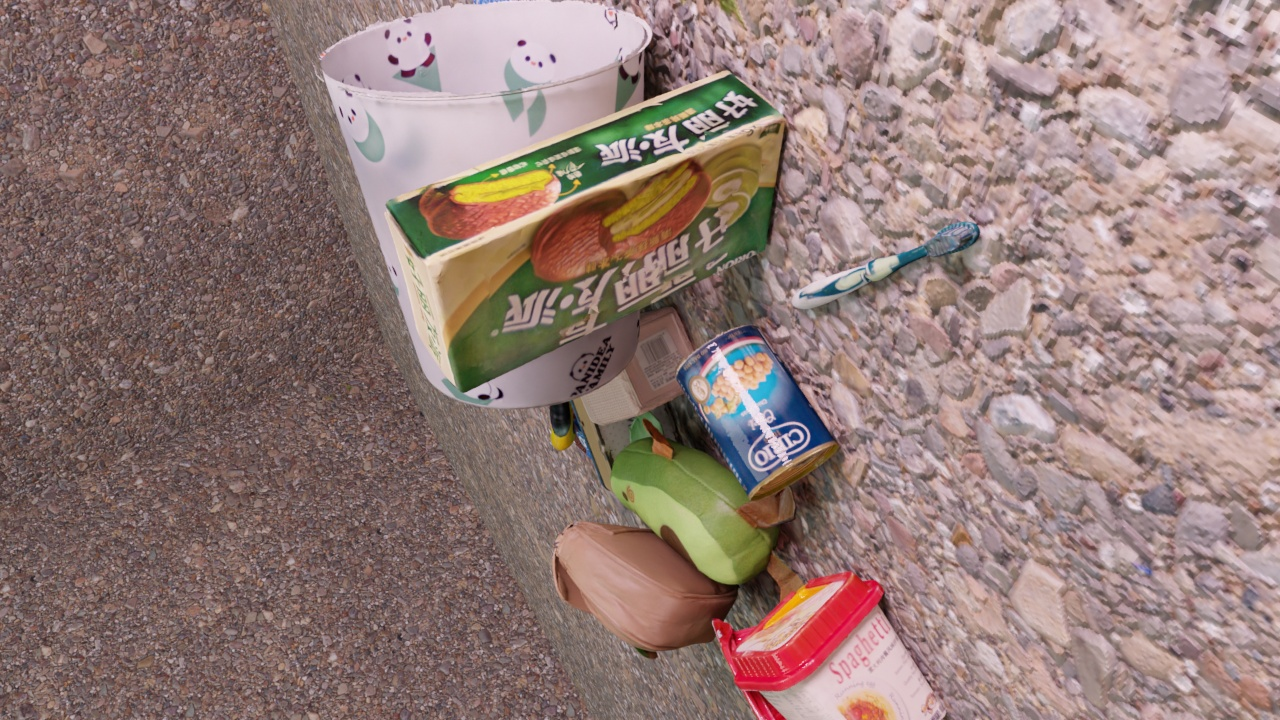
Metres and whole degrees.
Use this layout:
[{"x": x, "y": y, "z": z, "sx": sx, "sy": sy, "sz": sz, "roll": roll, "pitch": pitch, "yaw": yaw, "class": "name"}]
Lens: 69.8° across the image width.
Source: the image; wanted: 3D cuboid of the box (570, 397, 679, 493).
[{"x": -0.021, "y": 0.051, "z": 0.955, "sx": 0.060, "sy": 0.089, "sz": 0.184, "roll": 15, "pitch": 125, "yaw": 67, "class": "box"}]

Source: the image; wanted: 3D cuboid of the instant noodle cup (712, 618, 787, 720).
[{"x": 0.140, "y": 0.301, "z": 0.811, "sx": 0.194, "sy": 0.066, "sz": 0.194, "roll": 57, "pitch": -179, "yaw": -2, "class": "instant noodle cup"}]

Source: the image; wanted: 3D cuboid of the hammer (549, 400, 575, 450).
[{"x": -0.092, "y": -0.035, "z": 0.984, "sx": 0.125, "sy": 0.032, "sz": 0.324, "roll": -75, "pitch": -12, "yaw": -49, "class": "hammer"}]

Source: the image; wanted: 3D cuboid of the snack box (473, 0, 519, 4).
[{"x": -0.121, "y": -0.317, "z": 0.854, "sx": 0.157, "sy": 0.026, "sz": 0.085, "roll": 66, "pitch": 162, "yaw": -2, "class": "snack box"}]

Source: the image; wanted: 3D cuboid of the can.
[{"x": 0.083, "y": 0.037, "z": 0.674, "sx": 0.111, "sy": 0.075, "sz": 0.075, "roll": 59, "pitch": 160, "yaw": 19, "class": "can"}]

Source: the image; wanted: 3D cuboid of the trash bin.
[{"x": -0.098, "y": -0.116, "z": 0.696, "sx": 0.229, "sy": 0.229, "sz": 0.252, "roll": 44, "pitch": 147, "yaw": 47, "class": "trash bin"}]

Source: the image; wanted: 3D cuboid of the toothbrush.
[{"x": 0.130, "y": -0.049, "z": 0.530, "sx": 0.016, "sy": 0.018, "sz": 0.192, "roll": 65, "pitch": 161, "yaw": -1, "class": "toothbrush"}]

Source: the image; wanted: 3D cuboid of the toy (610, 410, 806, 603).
[{"x": 0.056, "y": 0.136, "z": 0.838, "sx": 0.247, "sy": 0.089, "sz": 0.227, "roll": 22, "pitch": 143, "yaw": 50, "class": "toy"}]

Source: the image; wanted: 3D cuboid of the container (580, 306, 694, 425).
[{"x": -0.005, "y": 0.005, "z": 0.856, "sx": 0.090, "sy": 0.090, "sz": 0.111, "roll": 67, "pitch": 158, "yaw": -4, "class": "container"}]

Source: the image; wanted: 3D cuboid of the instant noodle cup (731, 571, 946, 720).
[{"x": 0.153, "y": 0.243, "z": 0.701, "sx": 0.124, "sy": 0.116, "sz": 0.117, "roll": 52, "pitch": 155, "yaw": 3, "class": "instant noodle cup"}]

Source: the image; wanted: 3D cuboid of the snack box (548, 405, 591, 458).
[{"x": -0.048, "y": 0.083, "z": 1.114, "sx": 0.207, "sy": 0.058, "sz": 0.057, "roll": 31, "pitch": 145, "yaw": 59, "class": "snack box"}]

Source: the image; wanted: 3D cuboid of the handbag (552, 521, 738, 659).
[{"x": 0.005, "y": 0.223, "z": 0.896, "sx": 0.148, "sy": 0.100, "sz": 0.204, "roll": 31, "pitch": -178, "yaw": 29, "class": "handbag"}]

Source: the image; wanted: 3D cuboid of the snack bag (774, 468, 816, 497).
[{"x": 0.098, "y": 0.059, "z": 0.731, "sx": 0.045, "sy": 0.026, "sz": 0.105, "roll": -56, "pitch": 51, "yaw": 30, "class": "snack bag"}]

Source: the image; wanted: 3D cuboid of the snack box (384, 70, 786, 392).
[{"x": -0.027, "y": -0.082, "z": 0.565, "sx": 0.063, "sy": 0.239, "sz": 0.115, "roll": 50, "pitch": 156, "yaw": 32, "class": "snack box"}]
